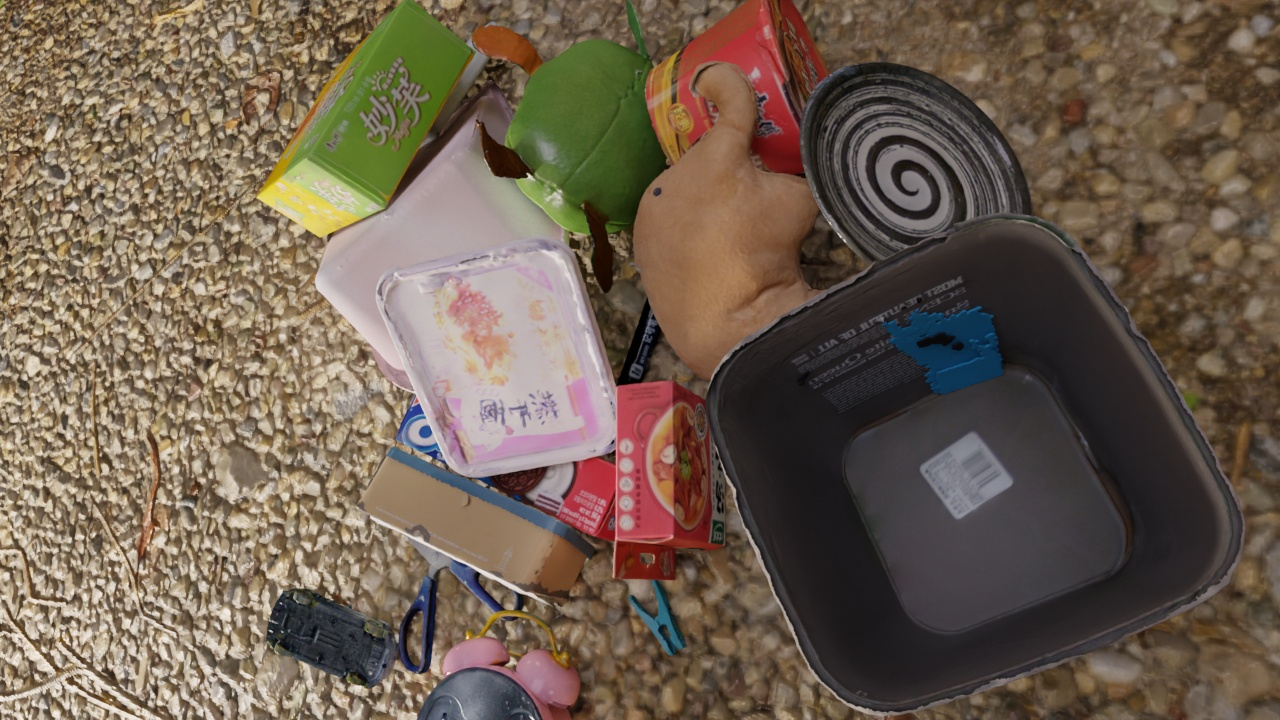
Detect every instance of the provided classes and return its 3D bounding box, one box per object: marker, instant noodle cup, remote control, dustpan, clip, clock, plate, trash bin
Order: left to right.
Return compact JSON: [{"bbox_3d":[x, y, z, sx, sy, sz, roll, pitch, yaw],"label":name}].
[{"bbox_3d":[-0.165,-0.096,0.791,0.223,0.139,0.273,-39,24,14],"label":"dustpan"},{"bbox_3d":[-0.168,-0.247,0.828,0.056,0.020,0.135,-7,51,54],"label":"remote control"},{"bbox_3d":[-0.102,0.266,0.680,0.117,0.059,0.158,2,80,26],"label":"clock"},{"bbox_3d":[-0.091,-0.008,0.647,0.138,0.173,0.060,-11,32,9],"label":"instant noodle cup"},{"bbox_3d":[-0.004,0.004,0.722,0.022,0.020,0.132,15,84,56],"label":"marker"},{"bbox_3d":[0.015,0.189,0.671,0.038,0.013,0.055,-39,65,12],"label":"clip"},{"bbox_3d":[0.077,-0.188,0.676,0.109,0.137,0.137,-21,69,28],"label":"instant noodle cup"},{"bbox_3d":[0.181,-0.120,0.613,0.179,0.024,0.179,7,68,-19],"label":"plate"},{"bbox_3d":[0.179,0.065,0.512,0.199,0.219,0.198,-28,68,16],"label":"trash bin"}]

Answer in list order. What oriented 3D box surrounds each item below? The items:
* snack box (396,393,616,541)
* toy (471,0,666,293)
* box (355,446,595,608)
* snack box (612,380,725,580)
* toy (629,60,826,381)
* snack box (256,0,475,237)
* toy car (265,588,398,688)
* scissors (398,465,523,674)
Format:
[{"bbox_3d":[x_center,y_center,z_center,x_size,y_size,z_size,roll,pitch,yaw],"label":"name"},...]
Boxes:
[{"bbox_3d":[-0.096,0.078,0.724,0.208,0.058,0.057,21,83,28],"label":"snack box"},{"bbox_3d":[-0.037,-0.168,0.695,0.090,0.227,0.246,-30,26,40],"label":"toy"},{"bbox_3d":[-0.121,0.129,0.698,0.184,0.090,0.059,18,71,21],"label":"box"},{"bbox_3d":[0.023,0.088,0.636,0.044,0.113,0.127,-5,76,22],"label":"snack box"},{"bbox_3d":[0.059,-0.082,0.626,0.143,0.082,0.226,-20,110,13],"label":"toy"},{"bbox_3d":[-0.240,-0.198,0.783,0.210,0.070,0.157,1,62,58],"label":"snack box"},{"bbox_3d":[-0.259,0.232,0.773,0.121,0.037,0.054,16,84,17],"label":"toy car"},{"bbox_3d":[-0.164,0.175,0.757,0.176,0.012,0.162,18,84,29],"label":"scissors"}]
